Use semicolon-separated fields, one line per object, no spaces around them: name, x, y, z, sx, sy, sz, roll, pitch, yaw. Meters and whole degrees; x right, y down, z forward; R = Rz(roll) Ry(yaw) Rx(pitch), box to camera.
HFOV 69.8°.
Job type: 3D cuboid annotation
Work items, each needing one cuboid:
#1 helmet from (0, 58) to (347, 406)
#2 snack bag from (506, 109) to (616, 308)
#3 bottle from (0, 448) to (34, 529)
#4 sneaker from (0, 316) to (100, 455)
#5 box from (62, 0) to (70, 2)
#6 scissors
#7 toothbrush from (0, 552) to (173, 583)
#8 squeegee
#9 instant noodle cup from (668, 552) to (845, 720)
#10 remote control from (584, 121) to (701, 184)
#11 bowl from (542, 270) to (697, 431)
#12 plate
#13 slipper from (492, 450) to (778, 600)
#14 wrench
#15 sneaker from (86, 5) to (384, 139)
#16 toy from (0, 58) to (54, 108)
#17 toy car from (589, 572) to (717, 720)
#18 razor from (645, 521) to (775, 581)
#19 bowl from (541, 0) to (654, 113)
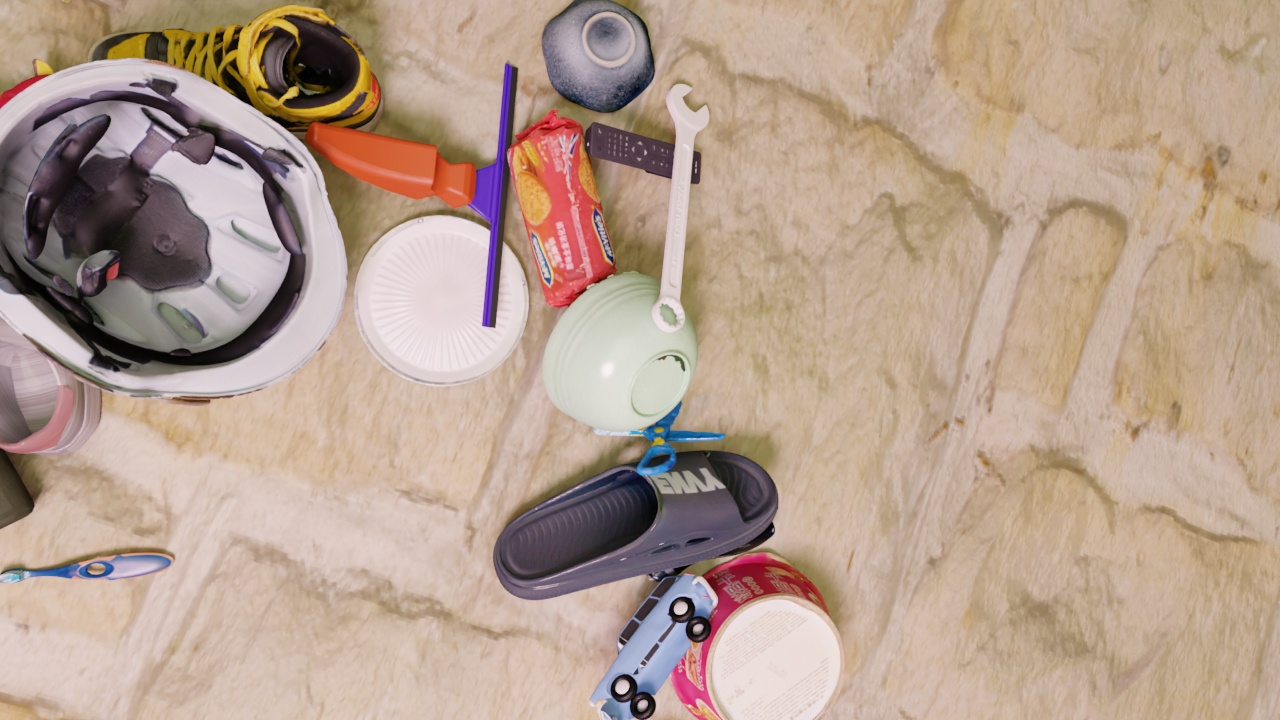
helmet;-0.373;-0.096;0.718;0.264;0.164;0.236;38;79;-34
snack bag;-0.069;-0.133;0.837;0.082;0.082;0.176;-15;94;-13
bottle;-0.565;0.046;0.724;0.071;0.071;0.207;-27;96;-12
sneaker;-0.501;-0.036;0.728;0.099;0.089;0.236;-14;94;-13
box;-0.411;-0.402;0.752;0.220;0.082;0.124;-28;96;-10
scissors;0.014;0.070;0.852;0.130;0.125;0.014;9;120;20
toothbrush;-0.469;0.177;0.775;0.135;0.017;0.021;-3;93;-13
squeegee;-0.198;-0.165;0.790;0.184;0.055;0.249;12;78;-45
instant noodle cup;0.120;0.286;0.884;0.178;0.078;0.178;0;91;-13
remote control;0.004;-0.191;0.852;0.136;0.015;0.032;4;88;-41
bowl;-0.005;0.005;0.816;0.150;0.077;0.151;-23;131;-29
plate;-0.182;-0.054;0.842;0.157;0.014;0.157;0;90;-13
slipper;-0.008;0.132;0.830;0.268;0.110;0.083;-17;137;-7
wrench;0.035;-0.145;0.833;0.047;0.009;0.272;22;58;-27
sneaker;-0.334;-0.236;0.750;0.238;0.122;0.086;1;89;-14
toy;-0.498;-0.194;0.744;0.137;0.067;0.105;11;79;-21
toy car;0.010;0.260;0.827;0.153;0.055;0.056;-50;136;-18
razor;0.062;0.177;0.886;0.140;0.053;0.064;-9;129;-19
bowl;-0.035;-0.291;0.854;0.110;0.055;0.110;0;91;-13
